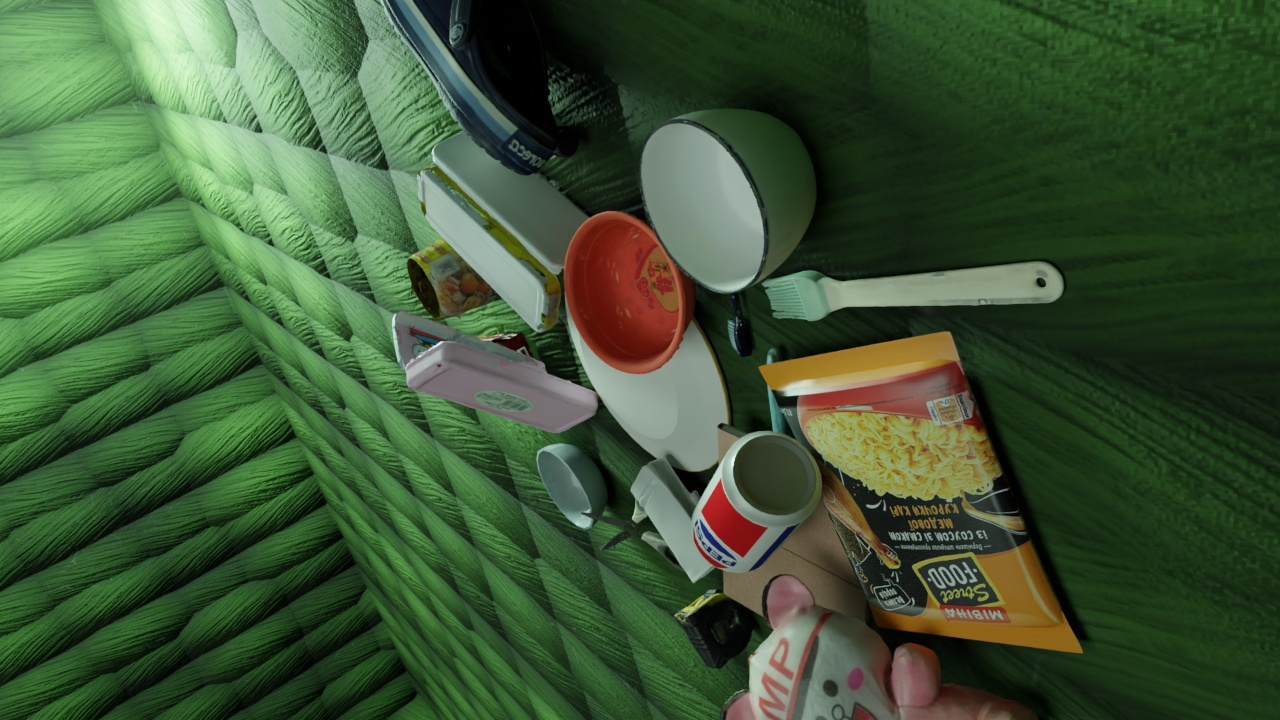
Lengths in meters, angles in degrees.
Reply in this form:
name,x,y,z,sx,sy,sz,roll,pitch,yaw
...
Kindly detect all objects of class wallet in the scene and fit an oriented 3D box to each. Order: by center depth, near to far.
name,x,y,z,sx,sy,sz,roll,pitch,yaw
wallet,0.038,0.150,0.879,0.116,0.032,0.086,54,150,12

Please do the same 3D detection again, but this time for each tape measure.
name,x,y,z,sx,sy,sz,roll,pitch,yaw
tape measure,0.079,0.261,0.900,0.067,0.062,0.038,60,152,0

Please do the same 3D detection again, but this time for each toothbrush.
name,x,y,z,sx,sy,sz,roll,pitch,yaw
toothbrush,0.057,-0.085,0.660,0.017,0.016,0.189,33,144,56
toothbrush,0.111,0.066,0.714,0.016,0.016,0.181,28,139,44

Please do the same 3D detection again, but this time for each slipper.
name,x,y,z,sx,sy,sz,roll,pitch,yaw
slipper,-0.119,-0.248,0.718,0.095,0.105,0.252,-42,58,20

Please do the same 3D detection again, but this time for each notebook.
name,x,y,z,sx,sy,sz,roll,pitch,yaw
notebook,0.125,0.157,0.757,0.141,0.008,0.209,24,137,33

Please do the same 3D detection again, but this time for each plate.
name,x,y,z,sx,sy,sz,roll,pitch,yaw
plate,-0.005,0.005,0.837,0.230,0.021,0.230,39,146,33

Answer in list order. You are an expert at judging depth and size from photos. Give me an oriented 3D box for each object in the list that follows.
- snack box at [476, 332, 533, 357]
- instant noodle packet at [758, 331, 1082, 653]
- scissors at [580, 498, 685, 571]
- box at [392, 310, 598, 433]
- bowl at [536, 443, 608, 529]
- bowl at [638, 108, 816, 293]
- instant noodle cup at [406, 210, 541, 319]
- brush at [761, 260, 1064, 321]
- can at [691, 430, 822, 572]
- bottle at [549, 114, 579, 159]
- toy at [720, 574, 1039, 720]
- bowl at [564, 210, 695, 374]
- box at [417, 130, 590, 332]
name,x,y,z,sx,sy,sz,roll,pitch,yaw
snack box,-0.172,-0.001,1.091,0.141,0.031,0.051,-1,115,59
instant noodle packet,0.178,0.091,0.607,0.160,0.032,0.221,-13,105,54
scissors,0.005,0.173,0.959,0.157,0.012,0.169,33,133,23
box,-0.143,0.002,0.924,0.101,0.201,0.103,-30,55,34
bowl,-0.072,0.138,1.053,0.106,0.039,0.106,39,146,33
bowl,0.060,-0.107,0.580,0.116,0.065,0.116,39,145,34
instant noodle cup,-0.169,-0.094,0.916,0.102,0.108,0.102,42,149,33
brush,0.152,-0.042,0.552,0.218,0.012,0.033,2,118,56
can,0.081,0.108,0.675,0.070,0.070,0.132,50,156,17
bottle,-0.093,-0.192,0.774,0.116,0.041,0.041,27,138,46
toy,0.171,0.259,0.674,0.213,0.084,0.142,18,104,22
bowl,-0.001,-0.057,0.730,0.131,0.045,0.131,19,119,39
box,-0.117,-0.124,0.837,0.210,0.079,0.084,44,147,29
